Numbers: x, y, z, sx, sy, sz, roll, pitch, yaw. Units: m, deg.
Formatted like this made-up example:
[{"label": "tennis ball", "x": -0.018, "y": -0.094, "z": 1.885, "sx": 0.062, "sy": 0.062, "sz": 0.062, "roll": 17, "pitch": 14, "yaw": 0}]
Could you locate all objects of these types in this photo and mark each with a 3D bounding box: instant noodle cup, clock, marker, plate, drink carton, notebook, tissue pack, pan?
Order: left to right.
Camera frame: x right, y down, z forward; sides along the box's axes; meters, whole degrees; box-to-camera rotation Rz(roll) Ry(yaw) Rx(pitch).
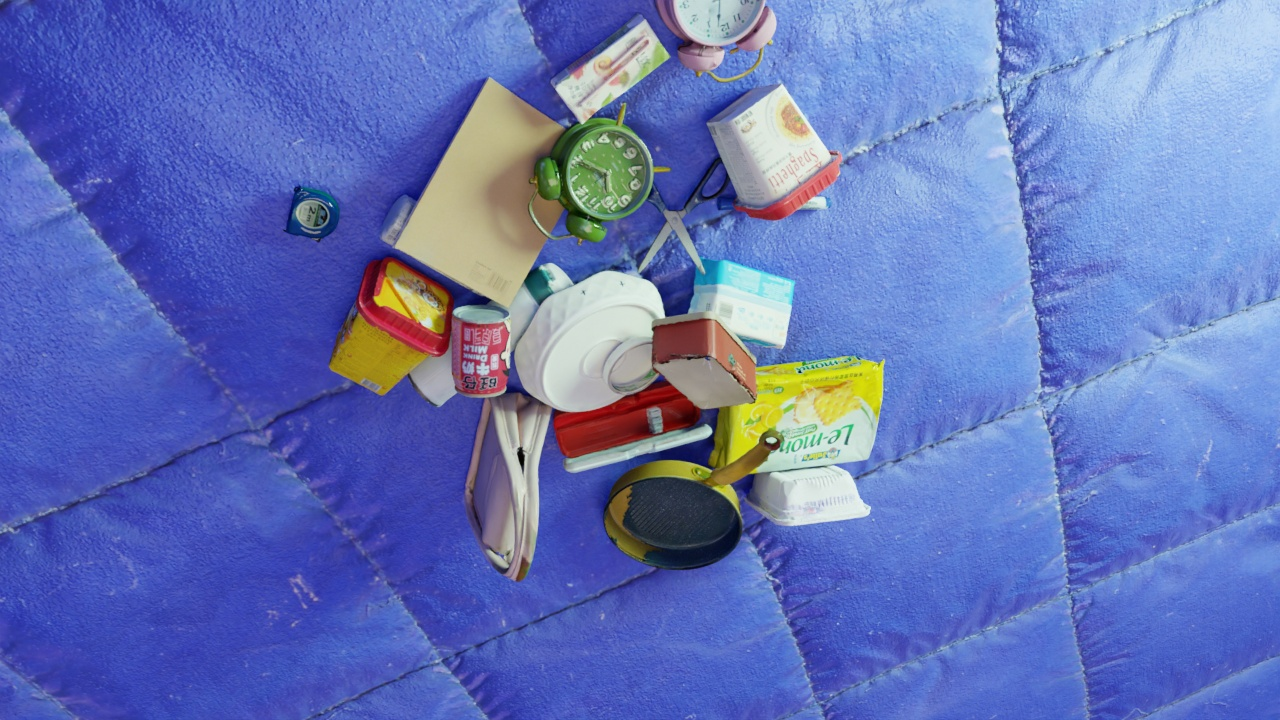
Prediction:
[{"label": "instant noodle cup", "x": -0.294, "y": -0.034, "z": 1.067, "sx": 0.116, "sy": 0.116, "sz": 0.124, "roll": 31, "pitch": 121, "yaw": -27}, {"label": "notebook", "x": -0.159, "y": -0.182, "z": 1.024, "sx": 0.149, "sy": 0.012, "sz": 0.211, "roll": 29, "pitch": 92, "yaw": -28}, {"label": "clock", "x": -0.054, "y": -0.200, "z": 1.024, "sx": 0.161, "sy": 0.056, "sz": 0.116, "roll": -41, "pitch": 113, "yaw": -3}, {"label": "plate", "x": -0.053, "y": -0.015, "z": 1.131, "sx": 0.204, "sy": 0.045, "sz": 0.205, "roll": -21, "pitch": 139, "yaw": -20}, {"label": "drink carton", "x": -0.033, "y": -0.315, "z": 0.992, "sx": 0.122, "sy": 0.045, "sz": 0.053, "roll": -35, "pitch": 121, "yaw": 8}, {"label": "pan", "x": 0.084, "y": 0.182, "z": 1.247, "sx": 0.197, "sy": 0.078, "sz": 0.359, "roll": 27, "pitch": 128, "yaw": -15}, {"label": "clock", "x": 0.083, "y": -0.374, "z": 0.976, "sx": 0.117, "sy": 0.059, "sz": 0.158, "roll": -23, "pitch": 125, "yaw": 1}, {"label": "tissue pack", "x": 0.127, "y": -0.071, "z": 1.157, "sx": 0.140, "sy": 0.063, "sz": 0.090, "roll": 13, "pitch": 83, "yaw": -21}, {"label": "instant noodle cup", "x": 0.146, "y": -0.239, "z": 1.043, "sx": 0.116, "sy": 0.117, "sz": 0.124, "roll": -38, "pitch": 112, "yaw": -7}, {"label": "marker", "x": 0.166, "y": -0.194, "z": 1.132, "sx": 0.145, "sy": 0.017, "sz": 0.017, "roll": -3, "pitch": 121, "yaw": -12}, {"label": "instant noodle cup", "x": 0.232, "y": 0.181, "z": 1.301, "sx": 0.138, "sy": 0.173, "sz": 0.060, "roll": -6, "pitch": 97, "yaw": -11}]

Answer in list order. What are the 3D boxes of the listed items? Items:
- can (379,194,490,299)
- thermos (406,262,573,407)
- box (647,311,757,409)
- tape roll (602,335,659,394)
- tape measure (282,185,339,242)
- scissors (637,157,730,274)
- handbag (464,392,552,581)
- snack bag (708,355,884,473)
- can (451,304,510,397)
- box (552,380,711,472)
[{"label": "can", "x": -0.222, "y": -0.129, "z": 1.052, "sx": 0.146, "sy": 0.058, "sz": 0.058, "roll": 31, "pitch": 109, "yaw": -28}, {"label": "thermos", "x": -0.178, "y": -0.034, "z": 1.118, "sx": 0.224, "sy": 0.073, "sz": 0.073, "roll": -36, "pitch": 122, "yaw": 9}, {"label": "box", "x": 0.079, "y": 0.011, "z": 1.127, "sx": 0.091, "sy": 0.077, "sz": 0.168, "roll": -8, "pitch": 155, "yaw": 24}, {"label": "tape roll", "x": -0.007, "y": 0.007, "z": 1.140, "sx": 0.085, "sy": 0.014, "sz": 0.086, "roll": -22, "pitch": 140, "yaw": -20}, {"label": "tape measure", "x": -0.362, "y": -0.162, "z": 1.016, "sx": 0.054, "sy": 0.025, "sz": 0.058, "roll": 13, "pitch": 121, "yaw": -23}, {"label": "scissors", "x": 0.044, "y": -0.180, "z": 1.095, "sx": 0.162, "sy": 0.012, "sz": 0.174, "roll": -35, "pitch": 110, "yaw": -1}, {"label": "handbag", "x": -0.160, "y": 0.170, "z": 1.144, "sx": 0.093, "sy": 0.234, "sz": 0.194, "roll": 7, "pitch": 119, "yaw": -16}, {"label": "snack bag", "x": 0.218, "y": 0.071, "z": 1.276, "sx": 0.246, "sy": 0.068, "sz": 0.158, "roll": -5, "pitch": 121, "yaw": -9}, {"label": "can", "x": -0.183, "y": -0.011, "z": 1.052, "sx": 0.066, "sy": 0.066, "sz": 0.094, "roll": 0, "pitch": 110, "yaw": -14}, {"label": "box", "x": -0.009, "y": 0.100, "z": 1.221, "sx": 0.201, "sy": 0.098, "sz": 0.095, "roll": -15, "pitch": 124, "yaw": -5}]
